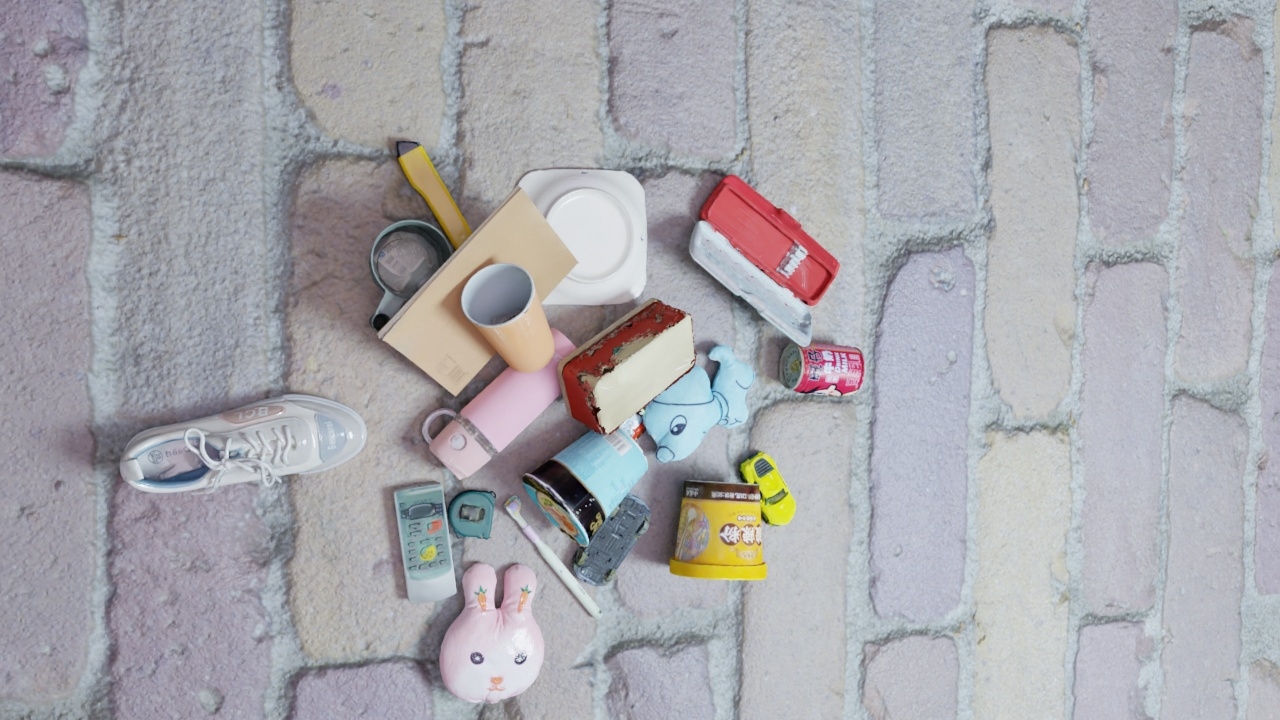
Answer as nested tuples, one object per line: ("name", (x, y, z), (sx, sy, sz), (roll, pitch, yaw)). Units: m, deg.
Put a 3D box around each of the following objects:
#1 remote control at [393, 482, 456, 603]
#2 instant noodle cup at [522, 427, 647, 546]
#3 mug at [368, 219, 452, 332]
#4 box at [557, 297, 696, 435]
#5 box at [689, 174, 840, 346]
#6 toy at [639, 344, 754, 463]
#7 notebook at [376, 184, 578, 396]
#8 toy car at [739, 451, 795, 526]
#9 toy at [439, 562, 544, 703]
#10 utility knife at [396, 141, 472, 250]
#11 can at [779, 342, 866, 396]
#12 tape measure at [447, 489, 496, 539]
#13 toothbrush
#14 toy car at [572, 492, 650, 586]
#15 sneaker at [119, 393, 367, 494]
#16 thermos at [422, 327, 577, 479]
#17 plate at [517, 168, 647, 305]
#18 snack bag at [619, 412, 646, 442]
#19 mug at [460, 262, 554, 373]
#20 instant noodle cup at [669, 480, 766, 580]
("remote control", (-0.247, 0.209, 1.051), (0.056, 0.019, 0.135), (-8, 95, -19))
("instant noodle cup", (-0.058, 0.138, 1.075), (0.120, 0.111, 0.111), (-41, 104, -22))
("mug", (-0.260, -0.087, 0.990), (0.083, 0.103, 0.124), (28, 84, -18))
("box", (-0.006, 0.006, 1.057), (0.167, 0.077, 0.091), (-37, 135, -32))
("box", (0.153, -0.123, 1.152), (0.201, 0.065, 0.159), (36, 60, -17))
("toy", (0.068, 0.054, 1.137), (0.156, 0.050, 0.161), (14, 86, -23))
("notebook", (-0.168, -0.069, 0.994), (0.211, 0.012, 0.149), (-48, 147, -6))
("toy car", (0.168, 0.168, 1.185), (0.048, 0.032, 0.105), (-32, 103, -16))
("toy", (-0.171, 0.317, 1.068), (0.121, 0.054, 0.159), (5, 83, -19))
("utility knife", (-0.231, -0.182, 1.042), (0.033, 0.015, 0.154), (-31, 103, -9))
("can", (0.234, 0.011, 1.182), (0.093, 0.066, 0.066), (5, 91, -19))
("tape measure", (-0.196, 0.179, 1.065), (0.054, 0.025, 0.058), (8, 89, -20))
("toothbrush", (-0.102, 0.241, 1.103), (0.020, 0.029, 0.189), (-27, 106, 27))
("toy car", (-0.036, 0.217, 1.116), (0.054, 0.037, 0.120), (32, 92, -18))
("sneaker", (-0.409, 0.088, 0.954), (0.242, 0.091, 0.089), (-9, 96, -19))
("thermos", (-0.159, 0.044, 1.056), (0.198, 0.067, 0.087), (-43, 75, -11))
("plate", (-0.066, -0.147, 1.091), (0.163, 0.034, 0.164), (-3, 94, -19))
("snack bag", (-0.030, 0.058, 1.115), (0.104, 0.026, 0.048), (47, 64, -14))
("mug", (-0.136, -0.040, 0.988), (0.078, 0.123, 0.078), (-5, 61, 9))
("instant noodle cup", (0.097, 0.206, 1.123), (0.118, 0.119, 0.114), (6, 82, -19))
